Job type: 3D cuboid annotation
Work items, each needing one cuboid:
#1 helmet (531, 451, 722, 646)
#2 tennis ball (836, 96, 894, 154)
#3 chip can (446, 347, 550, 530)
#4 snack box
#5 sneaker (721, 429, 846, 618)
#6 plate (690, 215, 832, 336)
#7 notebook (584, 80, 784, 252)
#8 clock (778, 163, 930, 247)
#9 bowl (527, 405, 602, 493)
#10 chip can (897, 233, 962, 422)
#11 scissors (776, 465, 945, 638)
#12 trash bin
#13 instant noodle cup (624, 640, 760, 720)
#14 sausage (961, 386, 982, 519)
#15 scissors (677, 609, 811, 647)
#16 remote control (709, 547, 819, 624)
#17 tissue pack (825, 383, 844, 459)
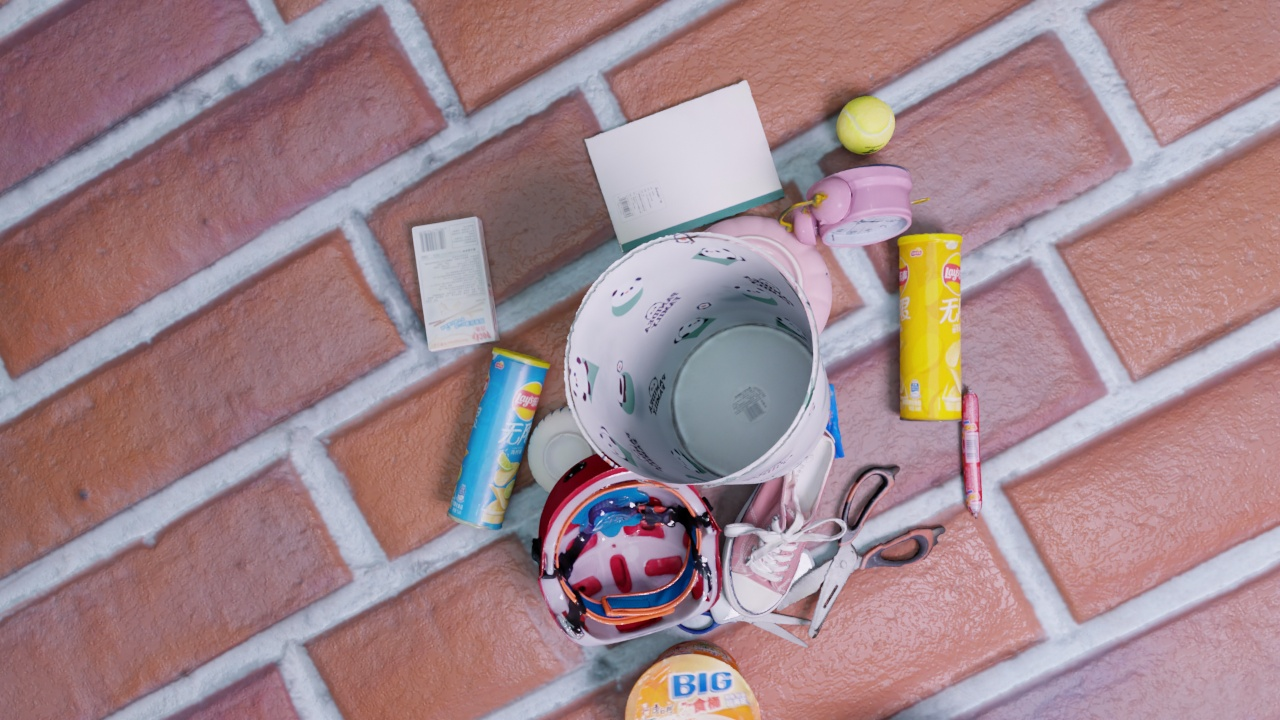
[{"bbox_3d":[-0.025,0.189,1.035,0.206,0.144,0.240,-14,117,-12],"label":"helmet"},{"bbox_3d":[0.261,-0.273,1.066,0.065,0.065,0.065,0,90,6],"label":"tennis ball"},{"bbox_3d":[-0.171,0.094,1.105,0.071,0.071,0.210,17,91,6],"label":"chip can"},{"bbox_3d":[-0.228,-0.094,1.134,0.085,0.027,0.156,-9,89,5],"label":"snack box"},{"bbox_3d":[0.155,0.187,1.022,0.118,0.087,0.241,21,102,0],"label":"sneaker"},{"bbox_3d":[0.128,-0.083,1.075,0.192,0.039,0.192,-1,79,7],"label":"plate"},{"bbox_3d":[0.053,-0.234,1.113,0.209,0.012,0.150,-18,88,5],"label":"notebook"},{"bbox_3d":[0.232,-0.170,1.031,0.158,0.117,0.059,-3,78,-14],"label":"clock"},{"bbox_3d":[-0.081,0.113,1.098,0.116,0.066,0.116,0,90,6],"label":"bowl"},{"bbox_3d":[0.333,-0.037,1.055,0.072,0.072,0.213,0,91,6],"label":"chip can"},{"bbox_3d":[0.256,0.223,1.078,0.224,0.015,0.189,-7,86,-1],"label":"scissors"},{"bbox_3d":[0.079,0.021,0.908,0.230,0.251,0.229,-4,78,19],"label":"trash bin"},{"bbox_3d":[0.062,0.398,1.059,0.151,0.111,0.151,0,90,6],"label":"instant noodle cup"},{"bbox_3d":[0.387,0.108,1.074,0.020,0.020,0.156,-2,89,6],"label":"sausage"},{"bbox_3d":[0.122,0.295,1.104,0.170,0.012,0.144,-16,88,3],"label":"scissors"},{"bbox_3d":[0.144,0.267,1.089,0.136,0.020,0.056,-18,85,-4],"label":"remote control"},{"bbox_3d":[0.156,0.081,1.081,0.157,0.052,0.095,-7,87,6],"label":"tissue pack"}]
